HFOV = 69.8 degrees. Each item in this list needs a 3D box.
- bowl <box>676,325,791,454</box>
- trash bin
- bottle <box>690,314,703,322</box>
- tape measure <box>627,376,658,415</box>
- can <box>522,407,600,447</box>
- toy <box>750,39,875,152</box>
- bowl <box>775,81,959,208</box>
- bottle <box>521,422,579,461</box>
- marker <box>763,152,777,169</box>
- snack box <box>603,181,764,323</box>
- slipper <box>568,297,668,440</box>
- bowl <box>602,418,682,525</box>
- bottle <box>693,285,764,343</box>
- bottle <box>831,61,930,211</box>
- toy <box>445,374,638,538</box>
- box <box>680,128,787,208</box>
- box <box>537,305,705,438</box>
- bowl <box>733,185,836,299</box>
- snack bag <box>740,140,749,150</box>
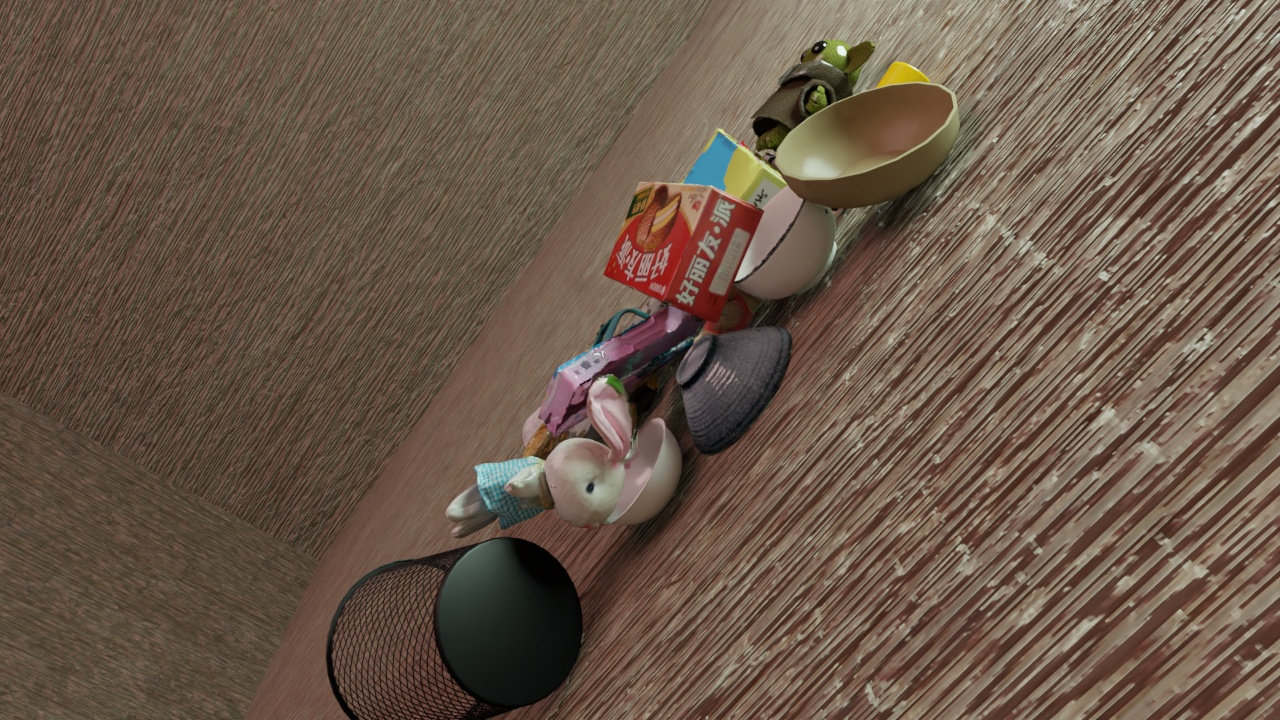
[{"bbox_3d":[0.070,0.012,0.833,0.137,0.057,0.137,-51,15,20],"label":"bowl"},{"bbox_3d":[-0.170,0.260,0.869,0.211,0.184,0.183,-31,29,47],"label":"trash bin"},{"bbox_3d":[0.078,-0.090,0.934,0.030,0.030,0.113,-96,27,-67],"label":"bottle"},{"bbox_3d":[-0.006,0.040,1.056,0.066,0.037,0.064,-50,16,15],"label":"tape measure"},{"bbox_3d":[-0.088,0.075,1.163,0.136,0.078,0.078,-41,21,46],"label":"can"},{"bbox_3d":[0.192,-0.302,1.060,0.152,0.078,0.179,-55,12,-4],"label":"toy"},{"bbox_3d":[0.194,-0.173,0.774,0.152,0.050,0.152,-20,33,13],"label":"bowl"},{"bbox_3d":[-0.067,0.111,0.967,0.056,0.105,0.056,-51,15,20],"label":"bottle"},{"bbox_3d":[0.171,-0.236,1.114,0.016,0.016,0.140,-53,15,12],"label":"marker"},{"bbox_3d":[0.034,-0.115,0.922,0.113,0.060,0.236,-68,19,5],"label":"snack box"},{"bbox_3d":[-0.046,0.015,1.054,0.268,0.054,0.098,-59,15,-10],"label":"slipper"},{"bbox_3d":[0.008,0.112,0.853,0.110,0.040,0.109,-53,16,22],"label":"bowl"},{"bbox_3d":[0.095,-0.052,0.916,0.109,0.044,0.044,-59,15,-3],"label":"bottle"},{"bbox_3d":[0.214,-0.208,0.864,0.143,0.043,0.043,-56,15,3],"label":"bottle"},{"bbox_3d":[-0.080,0.112,0.824,0.205,0.105,0.131,-29,-24,-1],"label":"toy"},{"bbox_3d":[0.106,-0.176,1.037,0.124,0.081,0.220,-54,19,14],"label":"box"},{"bbox_3d":[-0.004,0.006,0.939,0.229,0.053,0.085,-31,-25,-44],"label":"box"},{"bbox_3d":[0.138,-0.103,0.847,0.114,0.063,0.113,-52,16,20],"label":"bowl"},{"bbox_3d":[0.111,-0.211,1.200,0.131,0.039,0.144,-51,25,20],"label":"snack bag"}]
